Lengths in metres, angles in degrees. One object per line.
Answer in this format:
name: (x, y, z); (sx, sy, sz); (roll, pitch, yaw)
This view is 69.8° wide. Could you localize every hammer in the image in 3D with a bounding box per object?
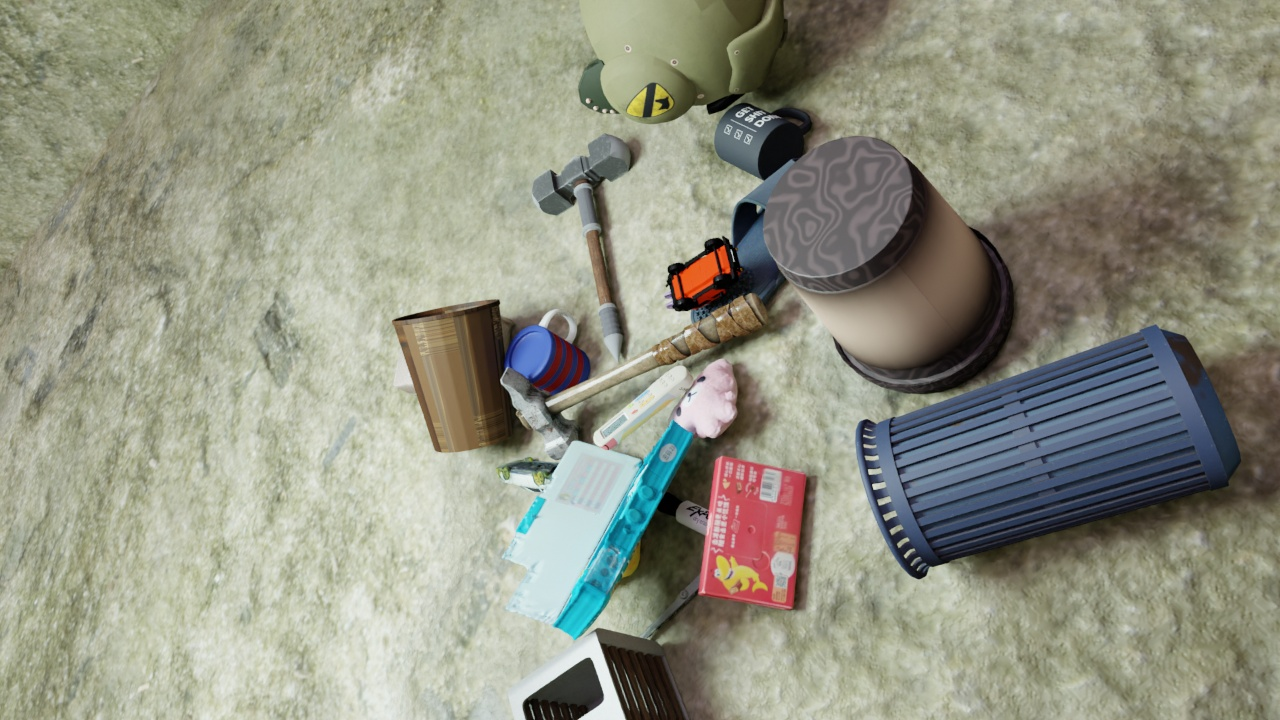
hammer: (-0.057, -0.137, 1.179); (0.156, 0.043, 0.321); (-27, 57, 25)
hammer: (-0.006, 0.006, 1.024); (0.319, 0.121, 0.048); (-25, 22, 21)

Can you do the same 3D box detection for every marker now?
marker: (0.061, 0.163, 0.942); (0.126, 0.025, 0.025); (18, 80, 49)

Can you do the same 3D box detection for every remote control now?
remote control: (0.002, 0.051, 0.978); (0.125, 0.018, 0.038); (-39, 21, -1)

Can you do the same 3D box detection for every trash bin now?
trash bin: (-0.016, 0.383, 0.843); (0.115, 0.114, 0.228); (-38, 51, 17)
trash bin: (0.315, 0.072, 0.726); (0.250, 0.139, 0.139); (-23, 56, 25)

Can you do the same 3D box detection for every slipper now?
slipper: (0.134, -0.141, 1.003); (0.264, 0.082, 0.101); (-52, 47, 8)

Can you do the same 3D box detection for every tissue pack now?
tissue pack: (-0.265, -0.007, 1.258); (0.182, 0.071, 0.103); (-6, 65, 31)

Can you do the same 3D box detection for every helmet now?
helmet: (0.052, -0.388, 1.052); (0.233, 0.255, 0.249); (-19, 57, 35)

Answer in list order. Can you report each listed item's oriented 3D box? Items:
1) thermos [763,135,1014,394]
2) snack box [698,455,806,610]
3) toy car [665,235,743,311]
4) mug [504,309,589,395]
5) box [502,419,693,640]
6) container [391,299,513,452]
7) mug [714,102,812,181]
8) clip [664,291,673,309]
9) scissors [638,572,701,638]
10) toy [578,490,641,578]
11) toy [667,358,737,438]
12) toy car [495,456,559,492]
thermos: (0.218, -0.083, 0.813); (0.173, 0.226, 0.172); (-17, 59, 31)
snack box: (0.108, 0.165, 0.879); (0.021, 0.089, 0.132); (121, 160, -70)
toy car: (0.070, -0.089, 0.982); (0.100, 0.048, 0.051); (-30, 64, 43)
mug: (-0.110, -0.012, 1.131); (0.075, 0.076, 0.111); (-1, 69, 37)
box: (-0.042, 0.170, 0.932); (0.173, 0.083, 0.226); (-16, 31, 40)
container: (-0.222, 0.019, 1.135); (0.132, 0.131, 0.167); (-4, 101, 36)
mug: (0.150, -0.261, 1.065); (0.105, 0.071, 0.077); (-36, 46, -16)
clip: (0.052, -0.075, 1.081); (0.053, 0.013, 0.037); (-36, 53, 16)
scissors: (0.052, 0.223, 0.937); (0.172, 0.014, 0.090); (-30, 52, 21)
toy: (-0.049, 0.180, 1.005); (0.105, 0.067, 0.137); (-41, 57, 3)
toy: (0.073, 0.050, 0.972); (0.099, 0.052, 0.096); (-51, 23, 6)
toy car: (-0.123, 0.138, 1.093); (0.106, 0.047, 0.033); (3, 104, 37)
